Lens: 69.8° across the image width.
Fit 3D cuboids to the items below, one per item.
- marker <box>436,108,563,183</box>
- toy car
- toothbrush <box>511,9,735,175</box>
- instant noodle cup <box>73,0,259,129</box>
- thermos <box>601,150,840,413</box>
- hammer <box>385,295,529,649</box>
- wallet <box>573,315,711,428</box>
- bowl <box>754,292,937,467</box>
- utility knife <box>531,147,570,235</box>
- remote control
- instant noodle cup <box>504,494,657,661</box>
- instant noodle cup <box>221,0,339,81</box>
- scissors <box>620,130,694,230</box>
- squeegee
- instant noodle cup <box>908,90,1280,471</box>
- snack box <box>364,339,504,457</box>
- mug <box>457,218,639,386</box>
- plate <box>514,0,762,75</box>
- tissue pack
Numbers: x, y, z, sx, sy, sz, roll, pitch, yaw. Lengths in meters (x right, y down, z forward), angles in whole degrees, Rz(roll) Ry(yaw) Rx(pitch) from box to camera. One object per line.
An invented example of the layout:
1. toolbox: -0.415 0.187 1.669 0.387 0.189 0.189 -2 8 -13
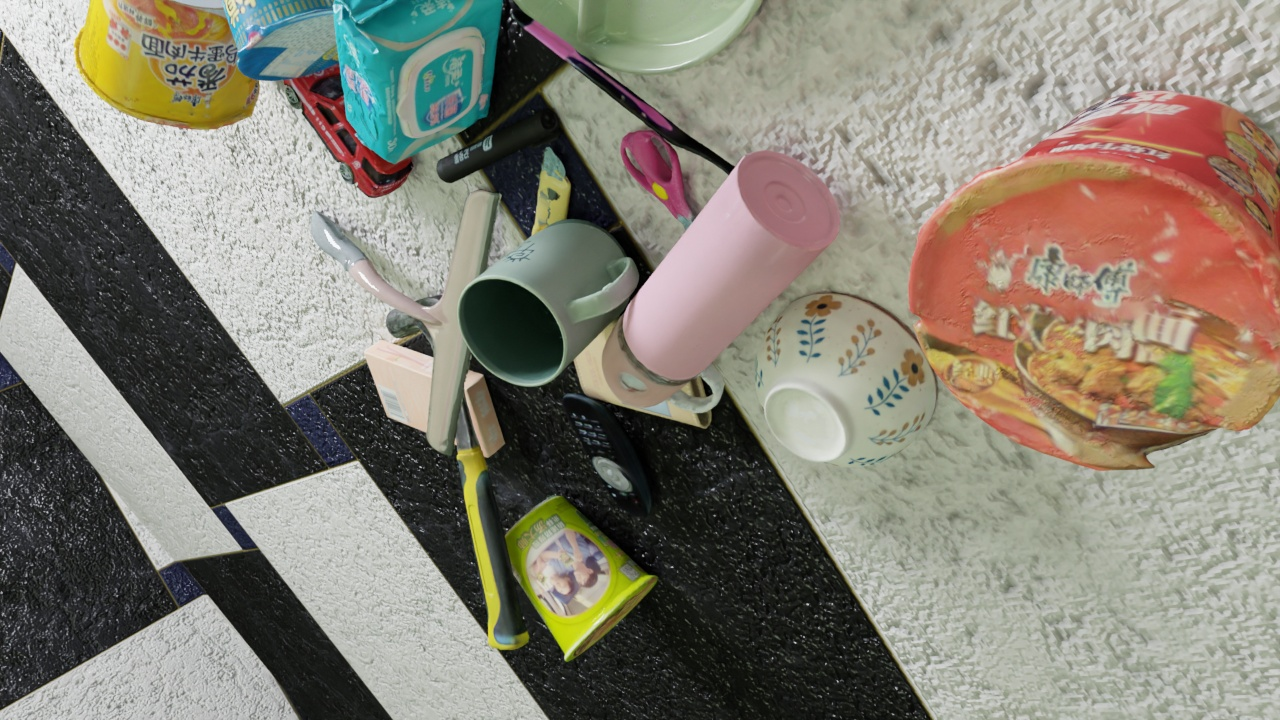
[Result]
1. marker: -0.103 -0.151 0.654 0.132 0.020 0.022 -8 145 46
2. toy car: -0.225 -0.187 0.716 0.045 0.052 0.120 -23 107 50
3. toothbrush: 0.001 -0.144 0.536 0.189 0.014 0.018 36 152 -3
4. instant noodle cup: -0.363 -0.270 0.721 0.138 0.137 0.110 45 134 4
5. thermos: 0.045 -0.032 0.557 0.087 0.067 0.199 35 139 -3
6. hammer: -0.149 0.100 0.821 0.126 0.031 0.323 -10 93 43
7. wallet: -0.004 0.004 0.690 0.115 0.024 0.087 14 136 38
8. bowl: 0.114 0.023 0.558 0.113 0.062 0.114 27 139 26
9. utility knife: -0.071 -0.089 0.684 0.031 0.018 0.167 28 135 10
10. remote control: -0.023 0.076 0.764 0.053 0.024 0.136 9 135 41
11. instant noodle cup: -0.065 0.195 0.856 0.123 0.111 0.112 47 144 16
12. instant noodle cup: -0.254 -0.269 0.640 0.099 0.099 0.110 -20 94 51
13. scissors: 0.031 -0.087 0.581 0.133 0.017 0.056 57 156 -17
14. squeegee: -0.234 -0.076 0.803 0.250 0.040 0.248 35 124 32
15. instant noodle cup: 0.197 -0.043 0.380 0.138 0.108 0.138 26 138 26
16. snack box: -0.206 0.036 0.911 0.157 0.026 0.084 16 131 35
17. mug: -0.049 -0.045 0.617 0.112 0.106 0.082 -9 114 36
18. plate: -0.019 -0.256 0.458 0.230 0.027 0.231 30 145 24
19. tissue pack: -0.137 -0.189 0.574 0.050 0.093 0.134 51 157 11
